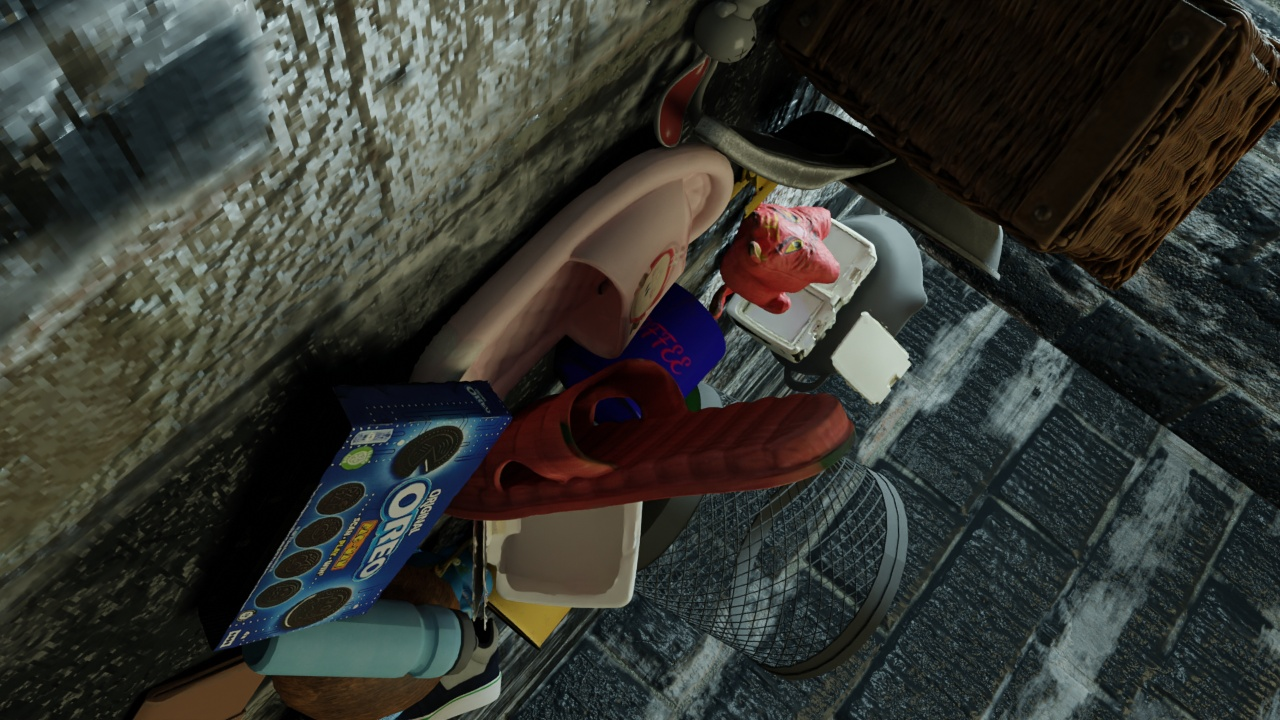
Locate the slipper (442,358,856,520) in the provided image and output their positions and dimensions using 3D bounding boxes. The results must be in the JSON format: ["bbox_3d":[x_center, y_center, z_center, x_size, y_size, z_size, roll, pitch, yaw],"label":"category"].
[{"bbox_3d":[-0.014,0.034,0.481,0.249,0.059,0.103,-10,-166,30],"label":"slipper"}]

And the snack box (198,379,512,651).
[{"bbox_3d":[-0.126,0.068,0.403,0.082,0.027,0.151,0,137,-50],"label":"snack box"}]

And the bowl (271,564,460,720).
[{"bbox_3d":[-0.152,0.170,0.531,0.114,0.026,0.102,17,95,-38],"label":"bowl"}]

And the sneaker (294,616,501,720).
[{"bbox_3d":[-0.188,0.252,0.735,0.235,0.084,0.079,11,83,-68],"label":"sneaker"}]

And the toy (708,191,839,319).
[{"bbox_3d":[0.091,-0.087,0.781,0.094,0.088,0.133,8,148,-39],"label":"toy"}]

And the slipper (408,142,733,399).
[{"bbox_3d":[-0.027,-0.035,0.464,0.221,0.055,0.107,-42,164,-23],"label":"slipper"}]

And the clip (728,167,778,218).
[{"bbox_3d":[0.086,-0.132,0.659,0.054,0.044,0.049,-44,-168,-21],"label":"clip"}]

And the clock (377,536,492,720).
[{"bbox_3d":[-0.156,0.175,0.614,0.161,0.060,0.116,-54,167,2],"label":"clock"}]

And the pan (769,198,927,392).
[{"bbox_3d":[0.231,-0.132,0.996,0.024,0.217,0.354,32,77,-39],"label":"pan"}]

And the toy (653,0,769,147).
[{"bbox_3d":[0.039,-0.151,0.421,0.049,0.030,0.112,-42,170,-50],"label":"toy"}]

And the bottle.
[{"bbox_3d":[-0.141,0.148,0.488,0.130,0.040,0.040,20,112,-43],"label":"bottle"}]

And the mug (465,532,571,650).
[{"bbox_3d":[-0.091,0.153,0.722,0.094,0.100,0.124,-49,140,-19],"label":"mug"}]

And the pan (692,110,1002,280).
[{"bbox_3d":[0.129,-0.116,0.568,0.055,0.187,0.356,-57,154,15],"label":"pan"}]

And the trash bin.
[{"bbox_3d":[0.084,0.146,0.847,0.218,0.227,0.217,-46,-155,29],"label":"trash bin"}]

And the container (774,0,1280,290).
[{"bbox_3d":[0.207,-0.171,0.512,0.182,0.250,0.163,-16,144,-54],"label":"container"}]

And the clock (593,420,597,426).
[{"bbox_3d":[-0.051,0.085,0.678,0.118,0.083,0.057,-50,163,-15],"label":"clock"}]

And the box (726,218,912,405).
[{"bbox_3d":[0.190,-0.061,0.899,0.143,0.186,0.070,-54,156,-3],"label":"box"}]

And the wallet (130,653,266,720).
[{"bbox_3d":[-0.245,0.201,0.476,0.121,0.013,0.087,-54,163,15],"label":"wallet"}]

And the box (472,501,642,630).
[{"bbox_3d":[-0.059,0.108,0.576,0.136,0.121,0.109,-98,-168,-86],"label":"box"}]

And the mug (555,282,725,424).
[{"bbox_3d":[-0.004,0.004,0.627,0.083,0.079,0.111,-46,178,-22],"label":"mug"}]
